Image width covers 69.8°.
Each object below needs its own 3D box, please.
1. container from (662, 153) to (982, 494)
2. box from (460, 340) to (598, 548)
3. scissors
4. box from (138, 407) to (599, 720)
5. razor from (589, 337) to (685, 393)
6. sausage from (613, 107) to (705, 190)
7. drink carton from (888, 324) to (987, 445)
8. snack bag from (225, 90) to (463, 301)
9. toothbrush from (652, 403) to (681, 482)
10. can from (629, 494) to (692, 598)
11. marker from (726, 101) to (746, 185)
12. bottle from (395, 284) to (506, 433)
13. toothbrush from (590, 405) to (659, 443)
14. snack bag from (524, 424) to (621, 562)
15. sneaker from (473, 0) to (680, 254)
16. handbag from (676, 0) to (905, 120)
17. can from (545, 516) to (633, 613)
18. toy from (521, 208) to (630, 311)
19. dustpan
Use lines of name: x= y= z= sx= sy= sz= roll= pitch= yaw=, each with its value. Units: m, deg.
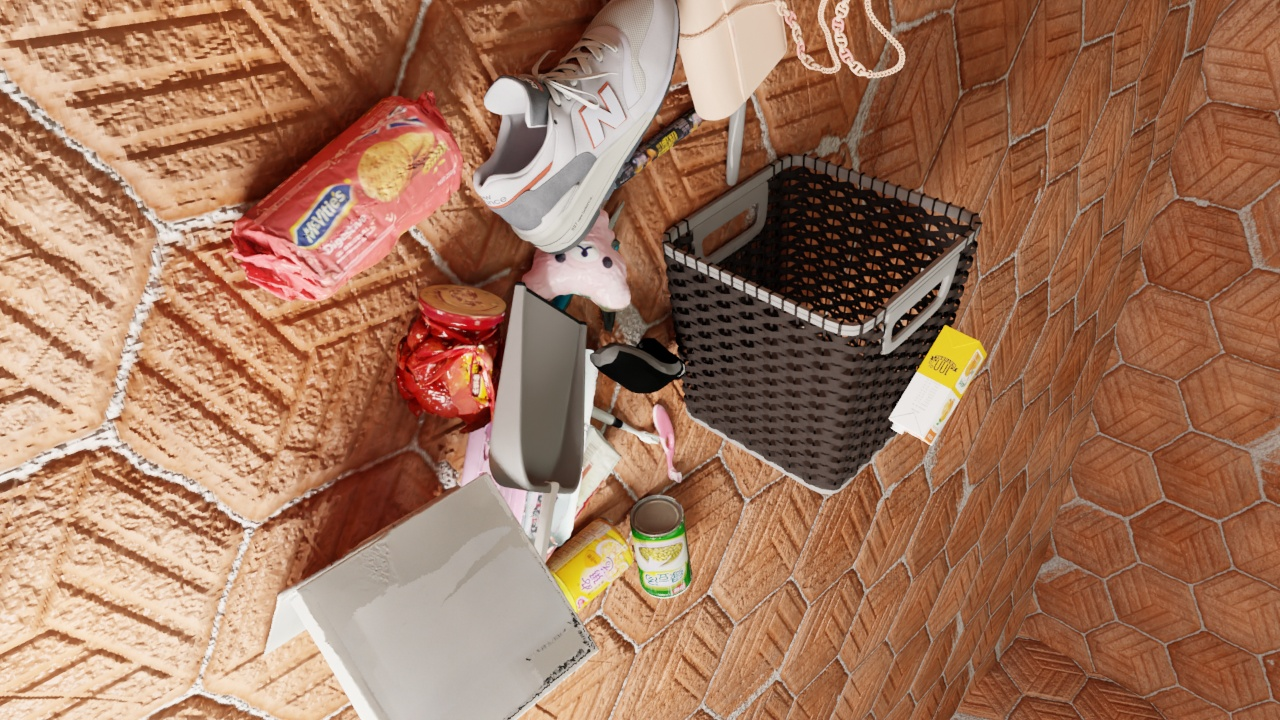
container: x=0.190 y=-0.042 z=1.012 sx=0.246 sy=0.246 sz=0.244 roll=-36 pitch=139 yaw=-32
box: x=-0.107 y=0.082 z=0.868 sx=0.153 sy=0.041 sz=0.201 roll=5 pitch=95 yaw=-60
scissors: x=-0.041 y=-0.081 z=0.890 sx=0.148 sy=0.019 sz=0.118 roll=-60 pitch=143 yaw=-7
box: x=-0.251 y=0.157 z=0.769 sx=0.166 sy=0.447 sz=0.165 roll=-30 pitch=125 yaw=-37
razor: x=-0.006 y=0.005 z=0.938 sx=0.156 sy=0.057 sz=0.060 roll=-2 pitch=75 yaw=-68
sausage: x=0.016 y=-0.206 z=0.881 sx=0.155 sy=0.020 sz=0.020 roll=-42 pitch=139 yaw=-26
drink carton: x=0.317 y=0.030 z=0.983 sx=0.122 sy=0.040 sz=0.058 roll=-60 pitch=149 yaw=2
snack bag: x=-0.197 y=-0.109 z=0.634 sx=0.176 sy=0.082 sz=0.082 roll=-48 pitch=141 yaw=-18
toothbrush: x=0.033 y=0.101 z=1.095 sx=0.021 sy=0.016 sz=0.135 roll=-42 pitch=139 yaw=-27
can: x=0.026 y=0.229 z=1.124 sx=0.067 sy=0.067 sz=0.121 roll=-37 pitch=136 yaw=-31
marker: x=0.098 y=-0.249 z=0.961 sx=0.022 sy=0.016 sz=0.139 roll=-5 pitch=121 yaw=-14
bottle: x=-0.150 y=0.004 z=0.746 sx=0.098 sy=0.099 sz=0.111 roll=-12 pitch=123 yaw=-47
toothbrush: x=-0.031 y=0.064 z=0.995 sx=0.186 sy=0.017 sz=0.012 roll=31 pitch=67 yaw=-54
snack bag: x=-0.107 y=0.168 z=0.949 sx=0.225 sy=0.041 sz=0.077 roll=-53 pitch=142 yaw=-11
sneaker: x=-0.059 y=-0.205 z=0.732 sx=0.124 sy=0.089 sz=0.240 roll=9 pitch=107 yaw=-56
handbag: x=0.117 y=-0.301 z=0.802 sx=0.116 sy=0.187 sz=0.199 roll=-56 pitch=148 yaw=-22
can: x=-0.064 y=0.230 z=1.015 sx=0.104 sy=0.068 sz=0.068 roll=-35 pitch=136 yaw=-33
toy: x=-0.054 y=-0.095 z=0.829 sx=0.053 sy=0.099 sz=0.095 roll=140 pitch=-42 yaw=-81
dustpan: x=-0.083 y=0.078 z=0.785 sx=0.163 sy=0.033 sz=0.257 roll=32 pitch=66 yaw=-73
